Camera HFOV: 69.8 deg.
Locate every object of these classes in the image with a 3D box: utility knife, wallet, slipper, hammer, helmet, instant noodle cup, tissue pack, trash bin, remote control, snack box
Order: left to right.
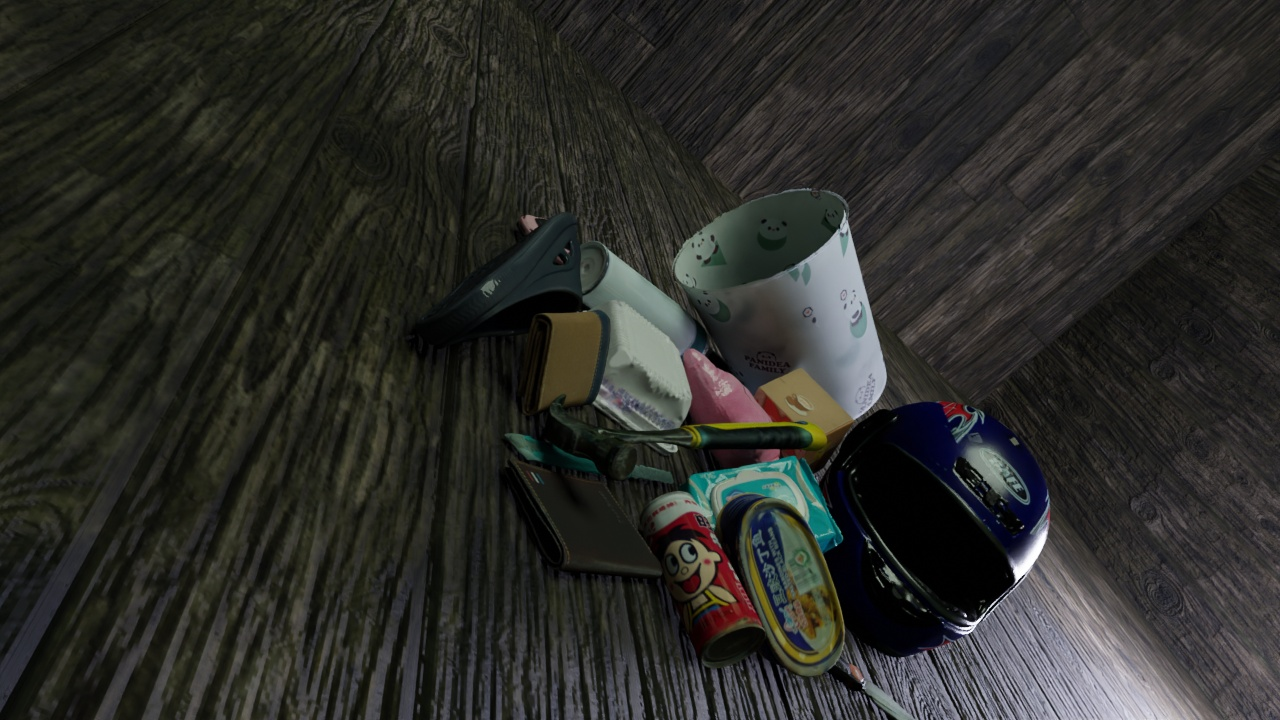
[{"bbox_3d":[-0.110,-0.055,0.813,0.083,0.111,0.267,56,21,-12],"label":"slipper"},{"bbox_3d":[-0.066,0.001,0.805,0.033,0.090,0.115,15,9,20],"label":"wallet"},{"bbox_3d":[-0.042,0.121,0.685,0.122,0.020,0.096,24,27,-53],"label":"wallet"},{"bbox_3d":[-0.033,0.087,0.785,0.223,0.013,0.029,21,29,-52],"label":"utility knife"},{"bbox_3d":[-0.006,0.006,0.954,0.138,0.060,0.173,37,21,-24],"label":"instant noodle cup"},{"bbox_3d":[0.051,0.065,0.814,0.322,0.032,0.126,4,14,-44],"label":"hammer"},{"bbox_3d":[0.095,0.021,1.201,0.058,0.021,0.149,45,19,0],"label":"remote control"},{"bbox_3d":[0.104,0.137,0.811,0.133,0.050,0.093,-9,50,-18],"label":"tissue pack"},{"bbox_3d":[0.194,-0.056,1.186,0.229,0.230,0.252,-101,165,-60],"label":"trash bin"},{"bbox_3d":[0.179,0.080,1.083,0.076,0.095,0.093,-21,57,-36],"label":"snack box"},{"bbox_3d":[0.330,0.170,1.031,0.247,0.241,0.314,46,19,6],"label":"helmet"}]

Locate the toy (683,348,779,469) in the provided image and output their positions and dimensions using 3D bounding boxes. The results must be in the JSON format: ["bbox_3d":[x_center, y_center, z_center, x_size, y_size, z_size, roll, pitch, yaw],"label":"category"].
[{"bbox_3d":[0.104,0.072,1.018,0.178,0.074,0.194,54,4,-48],"label":"toy"}]

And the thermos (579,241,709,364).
[{"bbox_3d":[0.002,-0.060,1.079,0.224,0.073,0.073,34,20,-45],"label":"thermos"}]

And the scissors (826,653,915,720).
[{"bbox_3d":[0.183,0.270,0.843,0.235,0.022,0.142,32,21,-33],"label":"scissors"}]

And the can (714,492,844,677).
[{"bbox_3d":[0.112,0.179,0.738,0.049,0.074,0.148,167,-97,-74],"label":"can"}]

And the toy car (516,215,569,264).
[{"bbox_3d":[-0.099,-0.140,1.107,0.122,0.037,0.056,25,28,-49],"label":"toy car"}]

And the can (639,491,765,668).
[{"bbox_3d":[0.045,0.167,0.714,0.053,0.053,0.132,28,25,-42],"label":"can"}]
